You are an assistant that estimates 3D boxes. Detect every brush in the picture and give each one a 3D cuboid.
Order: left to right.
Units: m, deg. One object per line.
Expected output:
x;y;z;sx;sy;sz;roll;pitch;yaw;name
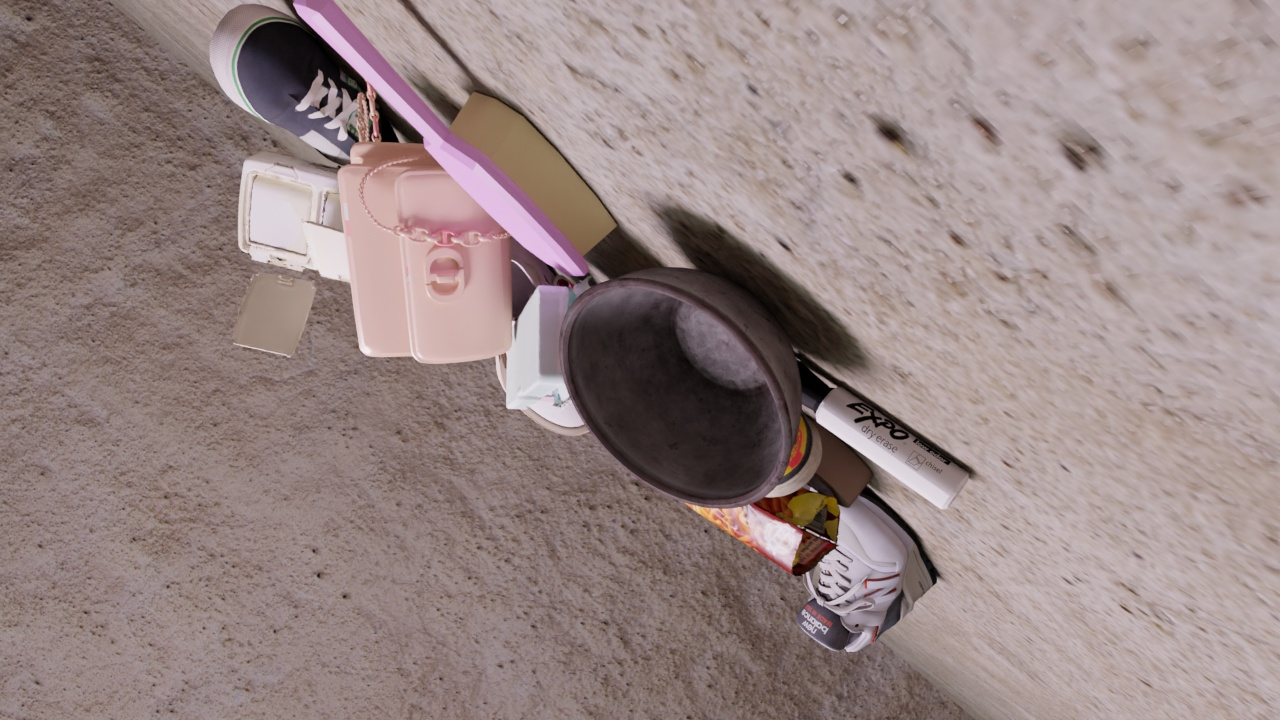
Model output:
-0.101;-0.135;0.539;0.089;0.043;0.228;32;171;47;brush

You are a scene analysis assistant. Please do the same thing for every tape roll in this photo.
0.133;0.074;0.715;0.094;0.030;0.094;39;174;5;tape roll

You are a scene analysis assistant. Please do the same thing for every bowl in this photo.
0.032;0.005;0.510;0.145;0.067;0.145;23;134;26;bowl

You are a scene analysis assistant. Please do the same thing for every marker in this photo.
0.128;0.038;0.528;0.126;0.025;0.025;37;173;23;marker

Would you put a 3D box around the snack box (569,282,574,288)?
-0.046;-0.025;1.020;0.152;0.036;0.133;40;174;-7;snack box

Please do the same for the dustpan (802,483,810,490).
0.127;0.110;0.982;0.257;0.033;0.163;41;173;-15;dustpan

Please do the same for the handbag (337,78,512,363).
-0.154;-0.116;0.707;0.187;0.116;0.199;-101;12;-58;handbag

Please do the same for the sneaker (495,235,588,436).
-0.092;-0.018;0.849;0.116;0.111;0.294;55;172;50;sneaker

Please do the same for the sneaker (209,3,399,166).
-0.270;-0.220;0.781;0.079;0.084;0.235;28;177;11;sneaker

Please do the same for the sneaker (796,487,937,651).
0.192;0.201;0.840;0.089;0.124;0.240;33;171;45;sneaker

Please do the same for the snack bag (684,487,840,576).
0.056;0.093;0.738;0.208;0.066;0.139;27;174;29;snack bag

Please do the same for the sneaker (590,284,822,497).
0.014;0.002;0.641;0.238;0.086;0.122;34;175;30;sneaker

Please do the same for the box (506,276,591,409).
-0.071;-0.006;0.676;0.086;0.072;0.199;58;163;1;box

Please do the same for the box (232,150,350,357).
-0.302;-0.085;0.839;0.143;0.182;0.080;13;-157;-1;box
